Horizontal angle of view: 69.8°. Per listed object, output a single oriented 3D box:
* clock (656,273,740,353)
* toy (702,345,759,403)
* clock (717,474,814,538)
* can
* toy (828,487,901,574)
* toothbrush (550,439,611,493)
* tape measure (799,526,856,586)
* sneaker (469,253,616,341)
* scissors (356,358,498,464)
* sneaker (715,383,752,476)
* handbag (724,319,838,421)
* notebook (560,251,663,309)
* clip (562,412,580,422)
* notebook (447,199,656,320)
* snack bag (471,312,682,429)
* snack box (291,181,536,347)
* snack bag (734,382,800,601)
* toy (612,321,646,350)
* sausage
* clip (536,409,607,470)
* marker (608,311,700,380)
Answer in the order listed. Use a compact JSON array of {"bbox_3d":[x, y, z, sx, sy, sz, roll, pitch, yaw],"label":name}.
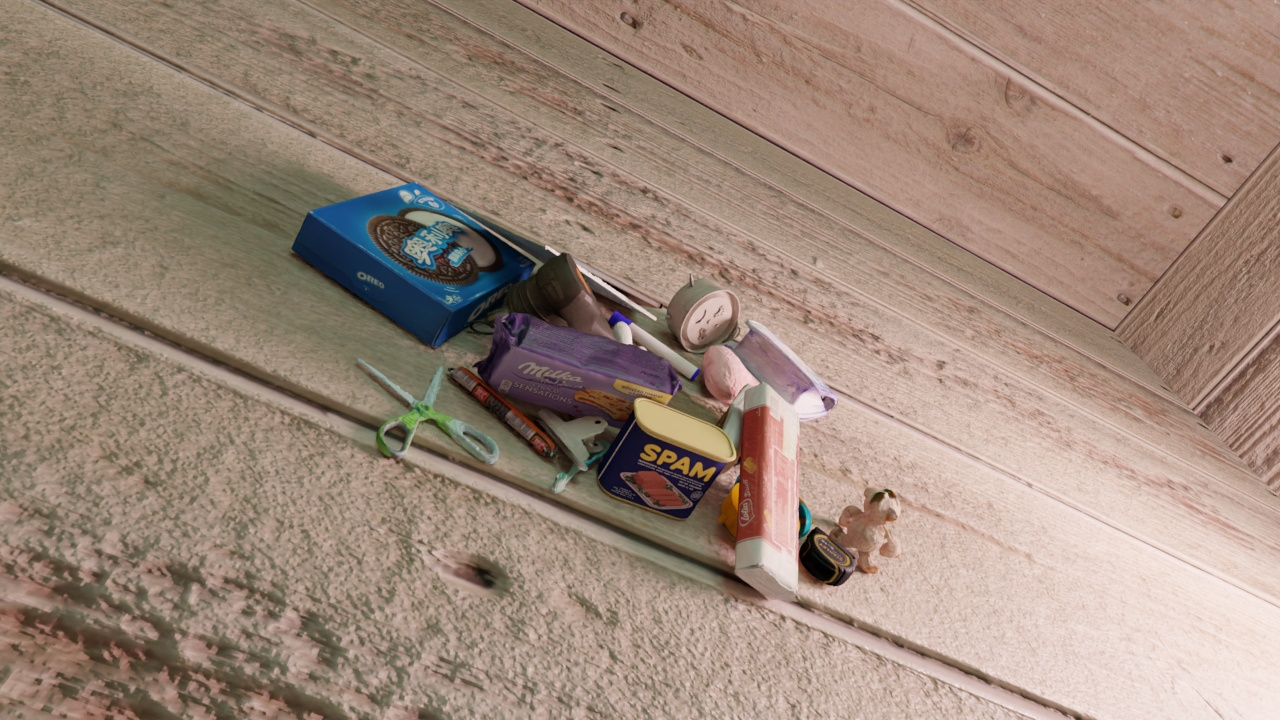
[{"bbox_3d":[0.097,-0.063,1.335,0.156,0.103,0.061,25,15,-48],"label":"clock"},{"bbox_3d":[0.129,0.029,1.251,0.105,0.053,0.108,36,23,-18],"label":"toy"},{"bbox_3d":[0.139,0.167,1.017,0.099,0.044,0.129,38,33,15],"label":"clock"},{"bbox_3d":[0.024,0.104,0.942,0.116,0.092,0.056,22,27,-19],"label":"can"},{"bbox_3d":[0.265,0.184,1.060,0.074,0.106,0.085,-22,47,-35],"label":"toy"},{"bbox_3d":[-0.058,0.103,0.939,0.022,0.017,0.135,24,23,14],"label":"toothbrush"},{"bbox_3d":[0.202,0.218,1.002,0.062,0.034,0.061,37,23,14],"label":"tape measure"},{"bbox_3d":[-0.111,-0.031,1.055,0.101,0.143,0.238,62,1,15],"label":"sneaker"},{"bbox_3d":[-0.205,0.051,0.882,0.172,0.023,0.171,22,28,-7],"label":"scissors"},{"bbox_3d":[0.124,0.095,1.088,0.079,0.088,0.235,36,19,6],"label":"sneaker"},{"bbox_3d":[0.207,0.019,1.343,0.158,0.069,0.126,45,14,26],"label":"handbag"},{"bbox_3d":[-0.050,-0.108,1.242,0.141,0.008,0.209,27,0,-10],"label":"notebook"},{"bbox_3d":[-0.073,0.059,1.005,0.052,0.059,0.026,0,-3,43],"label":"clip"},{"bbox_3d":[-0.106,-0.124,1.160,0.181,0.009,0.253,28,0,35],"label":"notebook"},{"bbox_3d":[-0.065,0.011,0.958,0.205,0.097,0.058,19,54,-14],"label":"snack bag"},{"bbox_3d":[-0.256,-0.122,1.085,0.195,0.056,0.238,34,25,3],"label":"snack box"},{"bbox_3d":[0.135,0.134,0.959,0.077,0.041,0.224,41,43,-35],"label":"snack bag"},{"bbox_3d":[-0.007,0.007,1.147,0.079,0.038,0.122,44,18,-32],"label":"toy"},{"bbox_3d":[-0.140,0.052,0.941,0.155,0.020,0.020,38,26,14],"label":"sausage"},{"bbox_3d":[-0.063,0.083,0.950,0.055,0.045,0.102,-4,30,-32],"label":"clip"},{"bbox_3d":[0.019,-0.020,1.250,0.141,0.020,0.020,35,25,8],"label":"marker"}]
